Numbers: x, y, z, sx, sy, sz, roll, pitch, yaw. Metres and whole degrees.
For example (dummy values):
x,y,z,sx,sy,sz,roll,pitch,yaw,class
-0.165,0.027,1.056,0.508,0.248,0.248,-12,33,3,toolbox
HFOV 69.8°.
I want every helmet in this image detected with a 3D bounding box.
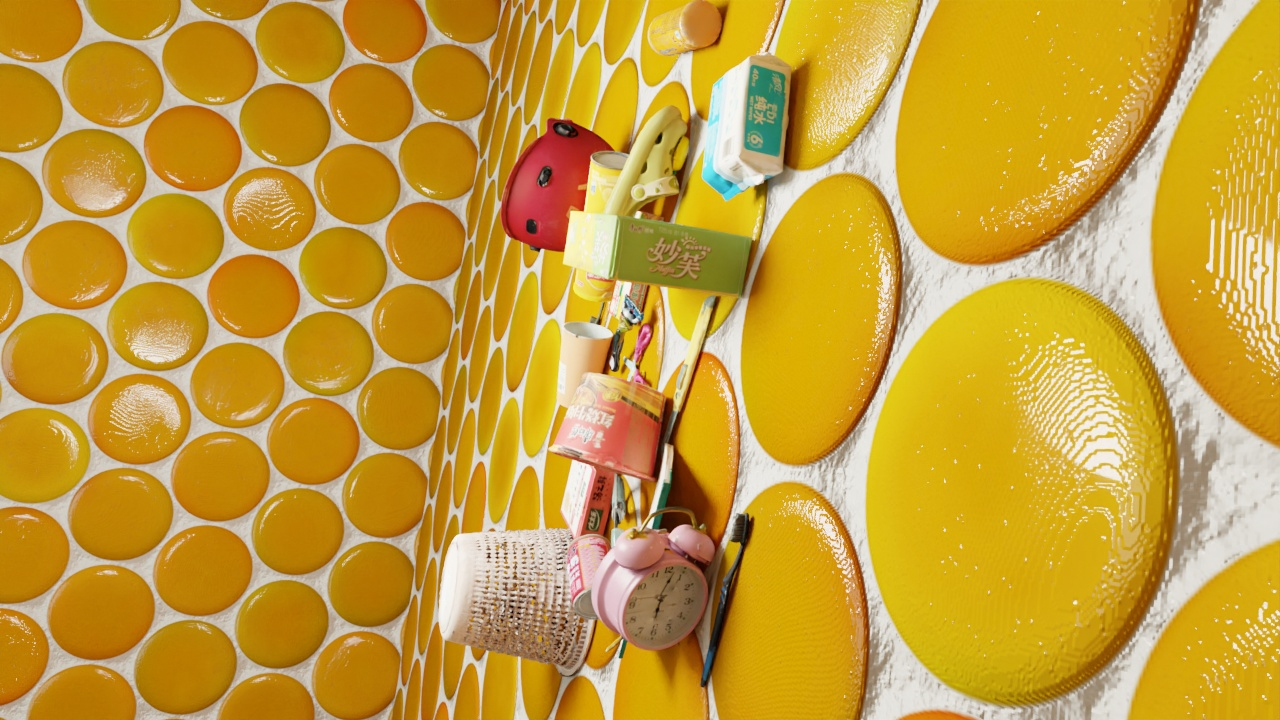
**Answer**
x,y,z,sx,sy,sz,roll,pitch,yaw,class
-0.105,-0.256,1.415,0.239,0.144,0.207,-50,-20,-64,helmet

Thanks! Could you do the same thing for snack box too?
x,y,z,sx,sy,sz,roll,pitch,yaw,class
0.012,-0.125,1.054,0.210,0.157,0.070,-151,68,-70,snack box
-0.006,-0.133,1.306,0.077,0.027,0.156,-139,62,-69,snack box
-0.070,0.189,1.303,0.127,0.044,0.113,-139,61,-69,snack box

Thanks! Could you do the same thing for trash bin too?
x,y,z,sx,sy,sz,roll,pitch,yaw,class
-0.184,0.336,1.334,0.228,0.192,0.227,-171,91,-71,trash bin

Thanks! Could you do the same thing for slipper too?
x,y,z,sx,sy,sz,roll,pitch,yaw,class
0.017,-0.244,1.229,0.191,0.081,0.091,-60,-2,14,slipper

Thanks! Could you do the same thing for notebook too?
x,y,z,sx,sy,sz,roll,pitch,yaw,class
0.007,0.212,1.047,0.150,0.012,0.209,-72,-4,-79,notebook

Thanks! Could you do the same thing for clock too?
x,y,z,sx,sy,sz,roll,pitch,yaw,class
0.017,0.222,0.943,0.060,0.117,0.158,30,112,58,clock

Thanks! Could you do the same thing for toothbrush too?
x,y,z,sx,sy,sz,roll,pitch,yaw,class
-0.052,-0.134,1.451,0.012,0.017,0.186,-29,-42,-66,toothbrush
0.080,0.237,0.905,0.014,0.016,0.190,-124,46,-74,toothbrush

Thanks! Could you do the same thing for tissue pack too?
x,y,z,sx,sy,sz,roll,pitch,yaw,class
0.114,-0.247,0.970,0.090,0.063,0.140,169,108,-68,tissue pack

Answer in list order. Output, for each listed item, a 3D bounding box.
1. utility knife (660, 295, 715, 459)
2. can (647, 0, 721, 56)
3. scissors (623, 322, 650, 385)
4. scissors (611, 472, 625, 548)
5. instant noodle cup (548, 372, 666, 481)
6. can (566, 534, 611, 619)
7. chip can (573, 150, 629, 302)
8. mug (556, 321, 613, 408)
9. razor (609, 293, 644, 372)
x,y,z,sx,sy,sz,roll,pitch,yaw,class
0.055,0.021,1.088,0.031,0.022,0.213,-114,34,-68,utility knife
0.057,-0.445,1.234,0.146,0.058,0.058,-143,64,-69,can
-0.007,0.006,1.263,0.133,0.017,0.135,-132,51,-70,scissors
-0.027,0.209,1.151,0.178,0.019,0.170,-85,-6,-76,scissors
-0.032,0.081,1.137,0.138,0.138,0.108,-10,63,70,instant noodle cup
-0.061,0.281,1.199,0.093,0.066,0.067,-106,32,-51,can
-0.052,-0.194,1.345,0.072,0.072,0.214,-111,26,-56,chip can
-0.091,0.010,1.410,0.078,0.078,0.123,-127,45,-64,mug
-0.028,-0.030,1.280,0.042,0.022,0.143,54,148,27,razor
